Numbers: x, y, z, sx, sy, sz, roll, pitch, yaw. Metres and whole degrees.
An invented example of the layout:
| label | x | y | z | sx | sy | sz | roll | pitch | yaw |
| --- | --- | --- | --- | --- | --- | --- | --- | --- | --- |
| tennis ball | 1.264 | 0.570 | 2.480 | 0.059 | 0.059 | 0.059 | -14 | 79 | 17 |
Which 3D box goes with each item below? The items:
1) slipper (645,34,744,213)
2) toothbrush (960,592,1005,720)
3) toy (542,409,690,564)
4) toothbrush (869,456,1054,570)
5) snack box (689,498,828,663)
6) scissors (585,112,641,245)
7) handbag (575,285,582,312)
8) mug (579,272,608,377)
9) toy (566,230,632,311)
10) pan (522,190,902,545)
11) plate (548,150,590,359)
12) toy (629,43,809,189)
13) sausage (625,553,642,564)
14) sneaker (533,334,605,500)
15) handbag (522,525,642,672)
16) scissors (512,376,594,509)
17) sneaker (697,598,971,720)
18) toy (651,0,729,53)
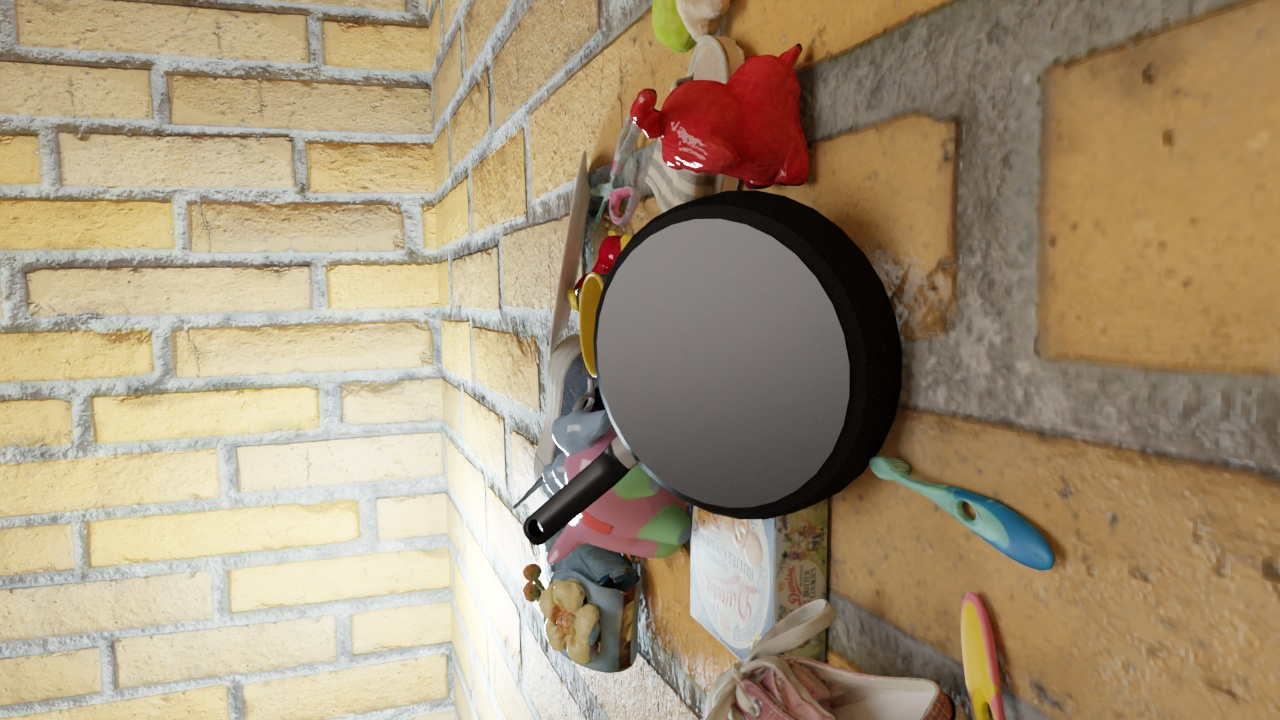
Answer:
| label | x | y | z | sx | sy | sz | roll | pitch | yaw |
| --- | --- | --- | --- | --- | --- | --- | --- | --- | --- |
| slipper | 0.036 | -0.127 | 0.754 | 0.114 | 0.054 | 0.273 | -106 | 20 | -51 |
| toothbrush | 0.172 | 0.181 | 0.444 | 0.021 | 0.016 | 0.135 | 133 | 131 | -66 |
| toy | -0.029 | 0.106 | 0.801 | 0.222 | 0.171 | 0.119 | 58 | -132 | -43 |
| toothbrush | 0.162 | 0.073 | 0.467 | 0.135 | 0.017 | 0.022 | -147 | 57 | -64 |
| snack box | 0.082 | 0.140 | 0.665 | 0.144 | 0.042 | 0.145 | -162 | 71 | -69 |
| scissors | -0.022 | -0.190 | 0.924 | 0.170 | 0.014 | 0.168 | -150 | 74 | -72 |
| handbag | -0.005 | 0.005 | 0.834 | 0.138 | 0.063 | 0.167 | -125 | 18 | -55 |
| mug | 0.021 | -0.029 | 0.697 | 0.078 | 0.121 | 0.078 | 176 | 91 | -72 |
| toy | -0.029 | -0.083 | 0.940 | 0.138 | 0.067 | 0.105 | -25 | 61 | 61 |
| pan | 0.010 | 0.042 | 0.607 | 0.357 | 0.044 | 0.204 | -43 | 75 | 35 |
| plate | -0.078 | -0.119 | 1.058 | 0.242 | 0.016 | 0.242 | -173 | 93 | -86 |
| toy | 0.049 | -0.168 | 0.602 | 0.088 | 0.132 | 0.094 | 20 | 103 | 59 |
| sausage | -0.026 | 0.183 | 1.024 | 0.155 | 0.020 | 0.020 | -133 | 43 | -62 |
| sneaker | -0.066 | 0.083 | 1.073 | 0.079 | 0.087 | 0.236 | 33 | 130 | 30 |
| handbag | -0.069 | 0.250 | 1.011 | 0.192 | 0.118 | 0.122 | -139 | 48 | -58 |
| scissors | -0.066 | 0.082 | 0.883 | 0.014 | 0.141 | 0.175 | 36 | 132 | 24 |
| sneaker | 0.078 | 0.213 | 0.534 | 0.088 | 0.118 | 0.242 | 51 | 139 | -1 |
| toy | 0.042 | -0.292 | 0.725 | 0.118 | 0.043 | 0.092 | -148 | 59 | -64 |
